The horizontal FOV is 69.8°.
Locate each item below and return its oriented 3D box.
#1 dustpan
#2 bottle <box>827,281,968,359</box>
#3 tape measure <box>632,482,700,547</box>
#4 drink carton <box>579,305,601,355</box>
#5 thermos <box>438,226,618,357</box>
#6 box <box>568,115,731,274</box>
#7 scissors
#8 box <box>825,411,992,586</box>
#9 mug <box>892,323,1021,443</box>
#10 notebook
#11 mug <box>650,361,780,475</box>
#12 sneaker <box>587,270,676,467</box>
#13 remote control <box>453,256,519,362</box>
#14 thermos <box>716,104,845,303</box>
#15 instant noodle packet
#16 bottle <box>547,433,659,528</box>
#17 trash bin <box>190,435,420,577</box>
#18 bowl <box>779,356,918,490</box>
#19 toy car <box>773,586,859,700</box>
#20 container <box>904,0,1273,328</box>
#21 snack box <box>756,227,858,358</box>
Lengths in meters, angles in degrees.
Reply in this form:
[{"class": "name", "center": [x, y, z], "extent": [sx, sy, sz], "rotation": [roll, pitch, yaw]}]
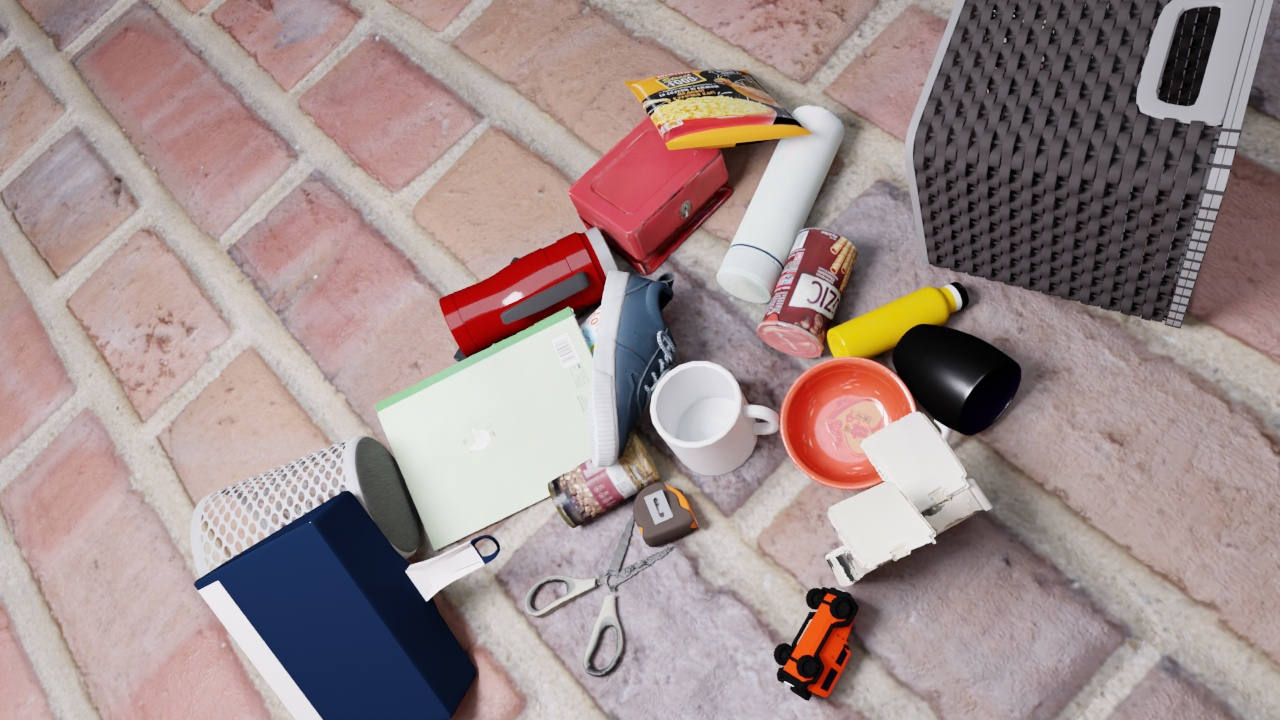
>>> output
[{"class": "dustpan", "center": [-0.260, 0.246, 0.906], "extent": [0.274, 0.080, 0.236], "rotation": [-27, 101, 23]}, {"class": "bottle", "center": [0.263, -0.040, 0.930], "extent": [0.143, 0.043, 0.043], "rotation": [-24, 60, -8]}, {"class": "tape measure", "center": [0.022, 0.153, 0.931], "extent": [0.058, 0.038, 0.058], "rotation": [-22, 56, 1]}, {"class": "drink carton", "center": [-0.066, -0.011, 1.041], "extent": [0.129, 0.038, 0.044], "rotation": [-43, 60, -4]}, {"class": "thermos", "center": [-0.122, -0.075, 1.044], "extent": [0.198, 0.084, 0.108], "rotation": [-25, 18, -3]}, {"class": "box", "center": [0.011, -0.200, 1.080], "extent": [0.157, 0.087, 0.129], "rotation": [-47, 55, -6]}, {"class": "scissors", "center": [-0.042, 0.238, 0.930], "extent": [0.171, 0.012, 0.157], "rotation": [-13, 62, 12]}, {"class": "box", "center": [0.215, 0.113, 0.787], "extent": [0.143, 0.187, 0.105], "rotation": [-29, 75, -3]}, {"class": "mug", "center": [0.290, 0.025, 0.887], "extent": [0.100, 0.084, 0.119], "rotation": [43, 115, 42]}, {"class": "notebook", "center": [-0.152, 0.075, 1.012], "extent": [0.253, 0.010, 0.182], "rotation": [-27, 81, 5]}, {"class": "mug", "center": [0.080, 0.060, 0.927], "extent": [0.121, 0.090, 0.091], "rotation": [1, 66, 19]}, {"class": "sneaker", "center": [-0.006, 0.006, 0.955], "extent": [0.087, 0.089, 0.235], "rotation": [7, 62, -1]}, {"class": "remote control", "center": [-0.173, -0.059, 1.110], "extent": [0.047, 0.022, 0.150], "rotation": [21, 74, 26]}, {"class": "thermos", "center": [0.158, -0.175, 1.027], "extent": [0.068, 0.068, 0.229], "rotation": [17, 72, 25]}, {"class": "instant noodle packet", "center": [0.082, -0.295, 1.063], "extent": [0.159, 0.032, 0.220], "rotation": [-9, 37, -11]}, {"class": "bottle", "center": [-0.038, 0.125, 0.956], "extent": [0.105, 0.056, 0.056], "rotation": [-31, 60, 4]}, {"class": "trash bin", "center": [-0.350, 0.179, 0.985], "extent": [0.183, 0.156, 0.156], "rotation": [-24, 60, 4]}, {"class": "bowl", "center": [0.204, 0.064, 0.902], "extent": [0.131, 0.045, 0.130], "rotation": [-3, 77, 14]}, {"class": "toy car", "center": [0.163, 0.255, 0.828], "extent": [0.049, 0.051, 0.100], "rotation": [37, 76, -14]}, {"class": "container", "center": [0.409, -0.208, 0.857], "extent": [0.244, 0.245, 0.247], "rotation": [15, 71, 28]}, {"class": "snack box", "center": [0.177, -0.071, 0.968], "extent": [0.072, 0.072, 0.121], "rotation": [16, 71, 25]}]
